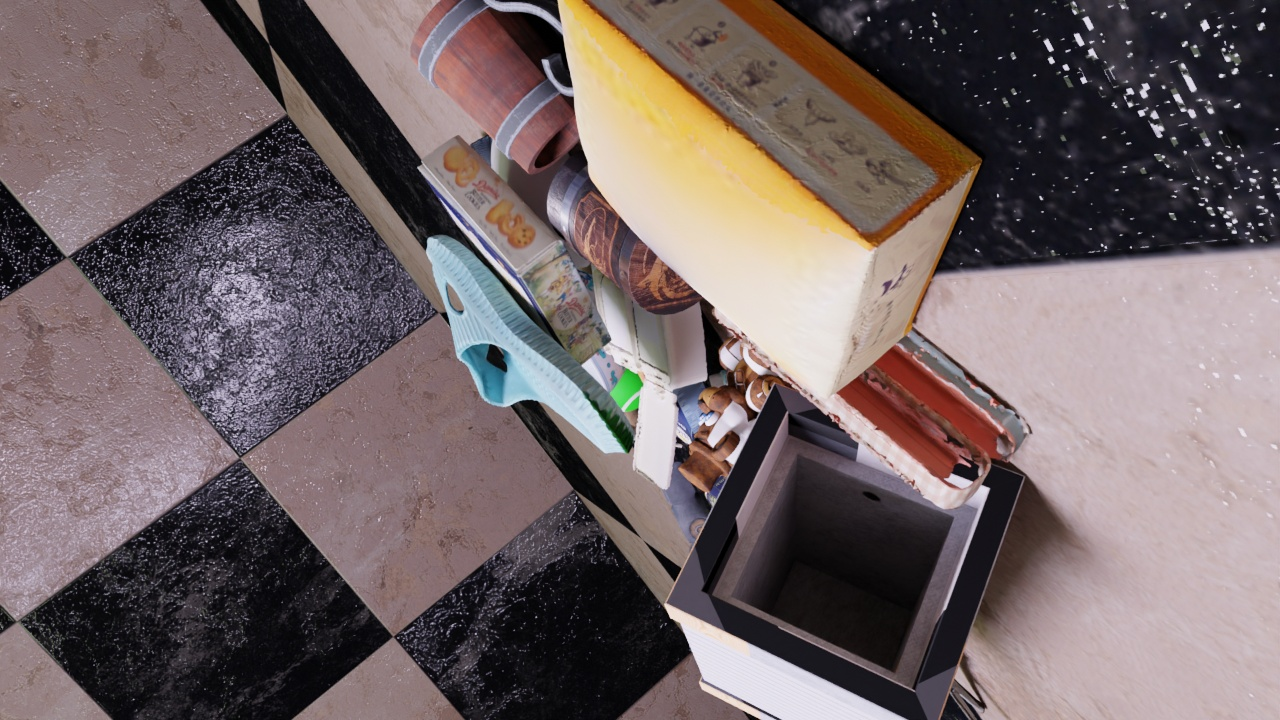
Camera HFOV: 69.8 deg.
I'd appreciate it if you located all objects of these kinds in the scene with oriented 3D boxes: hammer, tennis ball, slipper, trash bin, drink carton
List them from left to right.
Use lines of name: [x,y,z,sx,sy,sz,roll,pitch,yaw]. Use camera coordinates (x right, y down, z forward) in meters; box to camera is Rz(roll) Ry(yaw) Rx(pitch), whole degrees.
slipper: [-0.106,-0.008,0.713,0.276,0.069,0.116,42,166,36]
tennis ball: [-0.019,0.023,0.993,0.065,0.065,0.065,48,167,15]
hammer: [0.018,0.098,0.992,0.129,0.040,0.321,63,178,-25]
drink carton: [0.035,0.027,0.880,0.064,0.040,0.130,39,162,47]
trash bin: [0.124,0.154,0.585,0.142,0.142,0.247,21,156,20]

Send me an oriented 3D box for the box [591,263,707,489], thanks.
box: [-0.005,0.005,0.756,0.143,0.080,0.180,-154,53,-63]

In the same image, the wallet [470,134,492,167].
wallet: [-0.129,-0.183,0.902,0.089,0.026,0.115,57,166,-16]

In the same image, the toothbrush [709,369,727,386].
toothbrush: [0.093,0.094,0.764,0.016,0.016,0.180,45,-154,-76]

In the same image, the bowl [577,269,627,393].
bowl: [-0.051,-0.042,0.909,0.144,0.074,0.144,48,167,15]

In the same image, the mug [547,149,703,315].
mug: [-0.002,-0.105,0.597,0.107,0.079,0.116,41,136,43]

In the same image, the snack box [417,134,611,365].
snack box: [-0.095,-0.081,0.713,0.144,0.042,0.145,46,170,29]

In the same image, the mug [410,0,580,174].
mug: [-0.082,-0.199,0.614,0.111,0.081,0.118,48,143,1]

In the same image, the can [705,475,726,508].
can: [0.131,0.162,0.844,0.135,0.075,0.104,58,168,-28]

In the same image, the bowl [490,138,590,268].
bowl: [-0.093,-0.141,0.780,0.149,0.043,0.150,54,160,30]

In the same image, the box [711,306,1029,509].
box: [0.117,0.000,0.499,0.187,0.056,0.067,43,133,28]

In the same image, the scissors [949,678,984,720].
scissors: [0.231,0.237,0.768,0.198,0.015,0.179,35,-158,-47]

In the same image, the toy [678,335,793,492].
toy: [0.067,0.037,0.652,0.067,0.112,0.087,41,168,-7]

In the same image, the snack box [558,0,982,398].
snack box: [0.045,-0.087,0.440,0.195,0.080,0.145,46,166,22]
